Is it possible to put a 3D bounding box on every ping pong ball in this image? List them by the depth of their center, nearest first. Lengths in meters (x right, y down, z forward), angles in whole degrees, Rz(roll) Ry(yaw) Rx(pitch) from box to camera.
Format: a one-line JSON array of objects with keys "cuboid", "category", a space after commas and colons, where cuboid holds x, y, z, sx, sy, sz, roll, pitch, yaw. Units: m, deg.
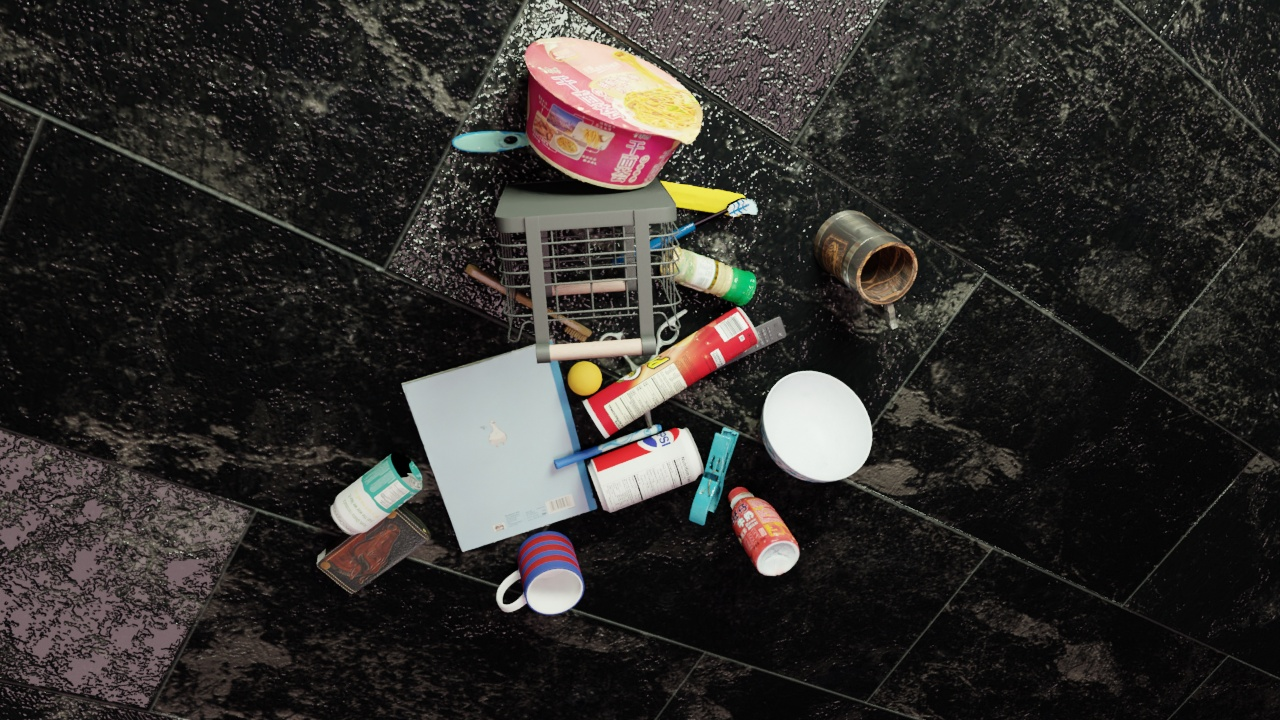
[{"cuboid": [-0.066, 0.021, 1.079, 0.040, 0.040, 0.040, -6, 118, -13], "category": "ping pong ball"}]

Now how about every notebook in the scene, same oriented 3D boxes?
[{"cuboid": [-0.164, 0.109, 1.114, 0.181, 0.009, 0.254, -16, 119, -8], "category": "notebook"}]

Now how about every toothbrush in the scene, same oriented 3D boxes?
[{"cuboid": [-0.126, -0.229, 0.948, 0.135, 0.017, 0.022, -7, 121, -12], "category": "toothbrush"}, {"cuboid": [-0.125, -0.064, 1.034, 0.166, 0.016, 0.016, 29, 105, -27], "category": "toothbrush"}, {"cuboid": [0.044, -0.143, 1.034, 0.168, 0.014, 0.014, -25, 131, 3], "category": "toothbrush"}]

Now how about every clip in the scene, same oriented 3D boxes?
[{"cuboid": [0.099, 0.152, 1.198, 0.031, 0.121, 0.130, 19, 83, 19], "category": "clip"}]

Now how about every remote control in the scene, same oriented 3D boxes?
[{"cuboid": [0.112, -0.016, 1.125, 0.136, 0.015, 0.032, -25, 120, -2], "category": "remote control"}]

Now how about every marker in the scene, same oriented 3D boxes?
[{"cuboid": [-0.039, 0.106, 1.139, 0.141, 0.013, 0.013, -19, 120, -12], "category": "marker"}]

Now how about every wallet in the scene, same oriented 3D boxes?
[{"cuboid": [-0.326, 0.228, 1.123, 0.123, 0.019, 0.072, -37, 117, 5], "category": "wallet"}]

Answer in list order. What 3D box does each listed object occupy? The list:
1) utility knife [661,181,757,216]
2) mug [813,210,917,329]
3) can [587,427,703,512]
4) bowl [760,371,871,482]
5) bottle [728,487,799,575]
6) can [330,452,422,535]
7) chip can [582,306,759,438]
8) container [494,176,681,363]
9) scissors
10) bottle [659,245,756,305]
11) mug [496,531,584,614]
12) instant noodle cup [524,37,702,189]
[{"cuboid": [0.059, -0.180, 1.026, 0.164, 0.017, 0.031, 7, 119, -18], "category": "utility knife"}, {"cuboid": [0.265, -0.105, 1.070, 0.080, 0.107, 0.116, -23, 120, -4], "category": "mug"}, {"cuboid": [0.006, 0.135, 1.140, 0.132, 0.070, 0.070, -20, 120, -5], "category": "can"}, {"cuboid": [0.210, 0.094, 1.161, 0.144, 0.143, 0.074, 0, 156, -16], "category": "bowl"}, {"cuboid": [0.150, 0.212, 1.181, 0.062, 0.137, 0.062, -7, 117, -14], "category": "bottle"}, {"cuboid": [-0.308, 0.156, 1.071, 0.101, 0.055, 0.055, -37, 120, 5], "category": "can"}, {"cuboid": [0.037, 0.013, 1.082, 0.214, 0.051, 0.052, -32, 120, -1], "category": "chip can"}, {"cuboid": [-0.052, -0.099, 0.907, 0.163, 0.241, 0.130, -4, 110, -3], "category": "container"}, {"cuboid": [0.009, 0.010, 1.110, 0.162, 0.014, 0.141, -36, 117, 3], "category": "scissors"}, {"cuboid": [0.077, -0.098, 1.059, 0.111, 0.043, 0.043, 17, 110, -22], "category": "bottle"}, {"cuboid": [-0.132, 0.278, 1.170, 0.112, 0.076, 0.075, -25, 120, -2], "category": "mug"}, {"cuboid": [-0.036, -0.235, 0.893, 0.178, 0.178, 0.078, 10, 129, -20], "category": "instant noodle cup"}]
